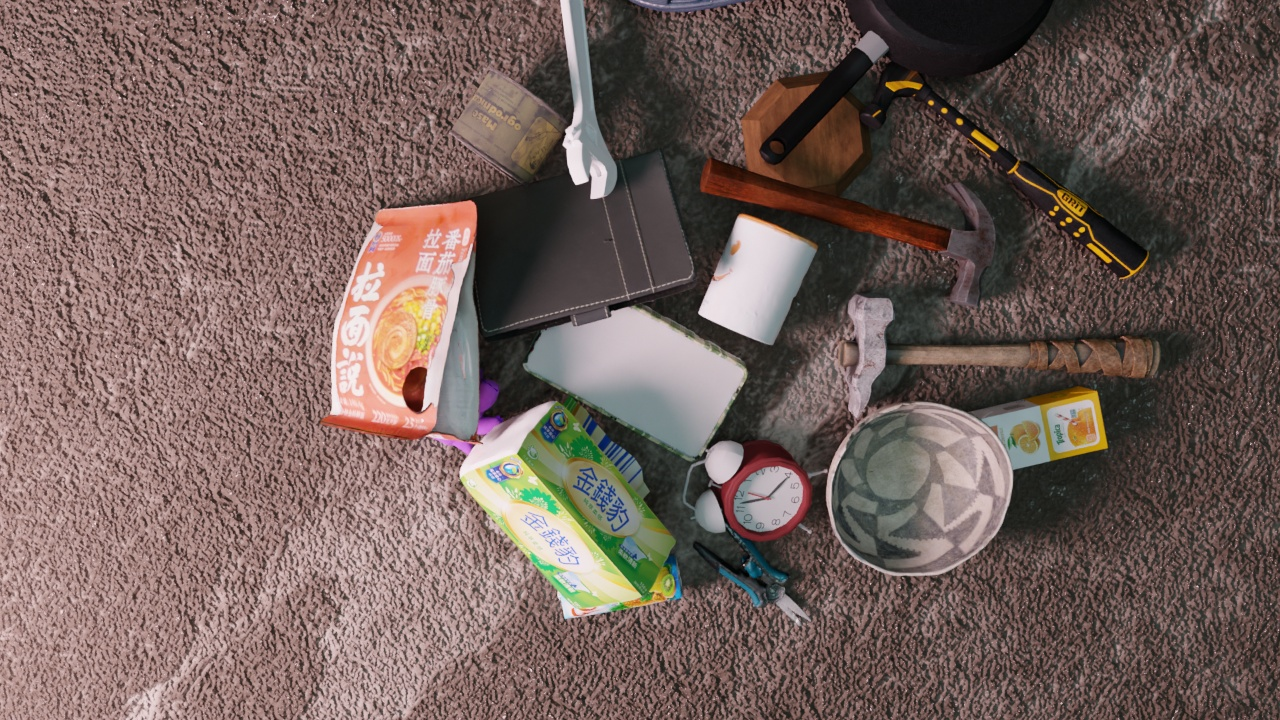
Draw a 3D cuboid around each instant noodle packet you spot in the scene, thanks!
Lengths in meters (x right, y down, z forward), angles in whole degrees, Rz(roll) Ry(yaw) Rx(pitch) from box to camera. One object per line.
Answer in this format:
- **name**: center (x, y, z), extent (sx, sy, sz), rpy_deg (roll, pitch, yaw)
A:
- **instant noodle packet**: center (-0.214, -0.038, 0.870), extent (0.165, 0.083, 0.221), rpy_deg (5, 87, 42)

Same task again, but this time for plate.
- **plate**: center (0.164, -0.217, 0.898), extent (0.131, 0.025, 0.131), rpy_deg (0, 97, 1)

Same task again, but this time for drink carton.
- **drink carton**: center (0.394, 0.070, 0.922), extent (0.122, 0.040, 0.058), rpy_deg (-14, 96, 2)
- **drink carton**: center (-0.022, 0.233, 0.947), extent (0.129, 0.038, 0.044), rpy_deg (-11, 96, 2)

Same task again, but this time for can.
- **can**: center (-0.125, -0.219, 0.869), extent (0.090, 0.090, 0.074), rpy_deg (35, 95, -3)

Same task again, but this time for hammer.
- **hammer**: center (0.366, -0.190, 0.892), extent (0.320, 0.036, 0.123), rpy_deg (37, 80, -5)
- **hammer**: center (0.202, -0.140, 0.879), extent (0.300, 0.028, 0.111), rpy_deg (13, 91, -12)
- **hammer**: center (0.356, -0.004, 0.915), extent (0.319, 0.049, 0.121), rpy_deg (1, 101, -1)

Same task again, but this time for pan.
- **pan**: center (0.238, -0.315, 0.846), extent (0.204, 0.044, 0.355), rpy_deg (43, 84, 0)

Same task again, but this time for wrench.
- **wrench**: center (-0.058, -0.287, 0.866), extent (0.018, 0.066, 0.273), rpy_deg (-9, 85, 29)

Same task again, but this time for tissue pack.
- **tissue pack**: center (-0.056, 0.121, 0.890), extent (0.121, 0.141, 0.198), rpy_deg (-16, 116, 40)

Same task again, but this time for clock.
- **clock**: center (0.110, 0.129, 0.914), extent (0.137, 0.048, 0.096), rpy_deg (7, 106, -15)

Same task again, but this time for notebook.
- **notebook**: center (-0.061, -0.110, 0.877), extent (0.209, 0.029, 0.169), rpy_deg (-15, 65, 5)

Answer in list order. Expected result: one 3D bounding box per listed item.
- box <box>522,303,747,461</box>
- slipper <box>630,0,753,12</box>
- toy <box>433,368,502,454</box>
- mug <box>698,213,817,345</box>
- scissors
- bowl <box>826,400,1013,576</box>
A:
- **box**: center (-0.005, 0.005, 0.916), extent (0.205, 0.050, 0.118), rpy_deg (28, 99, -2)
- **slipper**: center (0.077, -0.376, 0.824), extent (0.264, 0.082, 0.101), rpy_deg (7, 92, 17)
- **toy**: center (-0.184, 0.046, 0.919), extent (0.106, 0.055, 0.088), rpy_deg (27, 100, 7)
- **mug**: center (0.113, -0.078, 0.887), extent (0.082, 0.082, 0.105), rpy_deg (22, 97, -2)
- **scissors**: center (0.120, 0.219, 0.954), extent (0.126, 0.019, 0.144), rpy_deg (-5, 98, 1)
- **bowl**: center (0.266, 0.117, 0.907), extent (0.178, 0.081, 0.178), rpy_deg (0, 104, 1)
